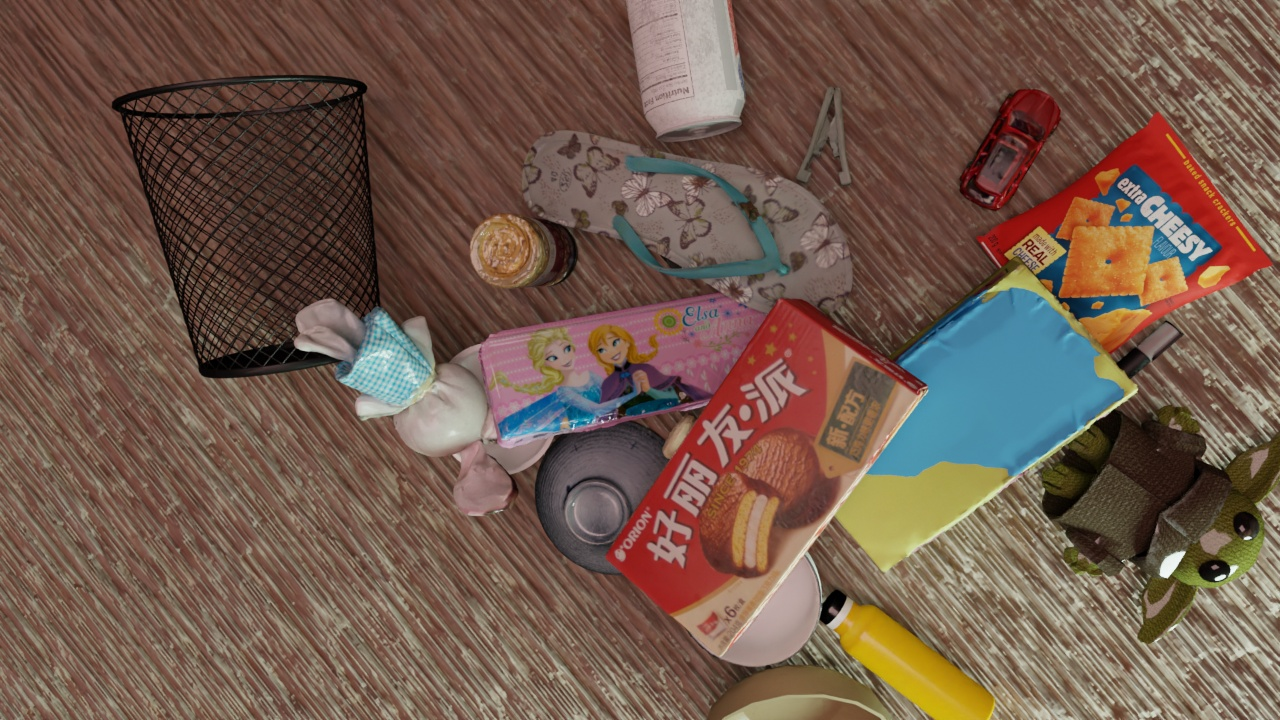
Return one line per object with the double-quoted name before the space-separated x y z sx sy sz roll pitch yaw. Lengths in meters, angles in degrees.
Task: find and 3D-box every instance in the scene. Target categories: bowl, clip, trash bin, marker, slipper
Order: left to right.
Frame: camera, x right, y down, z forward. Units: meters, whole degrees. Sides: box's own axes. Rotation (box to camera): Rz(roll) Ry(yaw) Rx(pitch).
"trash bin" -0.295 -0.103 0.734 0.184 0.183 0.210 -5 100 12
"bowl" -0.115 0.039 0.773 0.110 0.040 0.110 1 95 14
"bowl" -0.030 0.119 0.756 0.137 0.057 0.137 1 96 12
"slipper" 0.034 -0.111 0.682 0.269 0.054 0.098 23 100 9
"bowl" 0.088 0.180 0.734 0.113 0.063 0.113 1 96 12
"bowl" 0.123 0.290 0.728 0.152 0.050 0.152 0 125 1
"clip" 0.145 -0.173 0.707 0.059 0.023 0.076 7 99 10
"marker" 0.343 0.025 0.688 0.016 0.016 0.141 46 103 4

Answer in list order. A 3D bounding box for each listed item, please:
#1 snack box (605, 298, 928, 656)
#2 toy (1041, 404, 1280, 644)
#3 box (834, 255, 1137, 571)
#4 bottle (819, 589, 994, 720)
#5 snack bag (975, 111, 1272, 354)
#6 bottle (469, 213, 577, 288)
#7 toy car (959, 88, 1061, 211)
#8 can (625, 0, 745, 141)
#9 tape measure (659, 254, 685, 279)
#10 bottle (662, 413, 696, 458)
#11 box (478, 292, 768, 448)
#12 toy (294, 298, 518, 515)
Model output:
"snack box" 0.086 0.081 0.651 0.113 0.060 0.237 38 107 18
"toy" 0.367 0.103 0.659 0.153 0.078 0.179 30 98 5
"box" 0.228 0.039 0.673 0.221 0.080 0.124 -44 85 17
"bottle" 0.206 0.236 0.725 0.143 0.043 0.043 37 102 6
"snack bag" 0.344 -0.080 0.663 0.144 0.039 0.131 -36 88 22
"bottle" -0.090 -0.085 0.722 0.056 0.105 0.056 1 96 11
"toy car" 0.272 -0.156 0.676 0.042 0.036 0.091 31 96 8
"can" 0.033 -0.241 0.694 0.078 0.078 0.136 -8 94 12
"tape measure" 0.038 -0.106 0.728 0.064 0.037 0.065 -41 89 13
"bottle" 0.072 0.085 0.738 0.109 0.044 0.044 30 101 9
"box" -0.004 0.005 0.701 0.230 0.053 0.084 -11 76 -16
"toy" -0.177 0.028 0.705 0.205 0.106 0.130 34 63 -21
